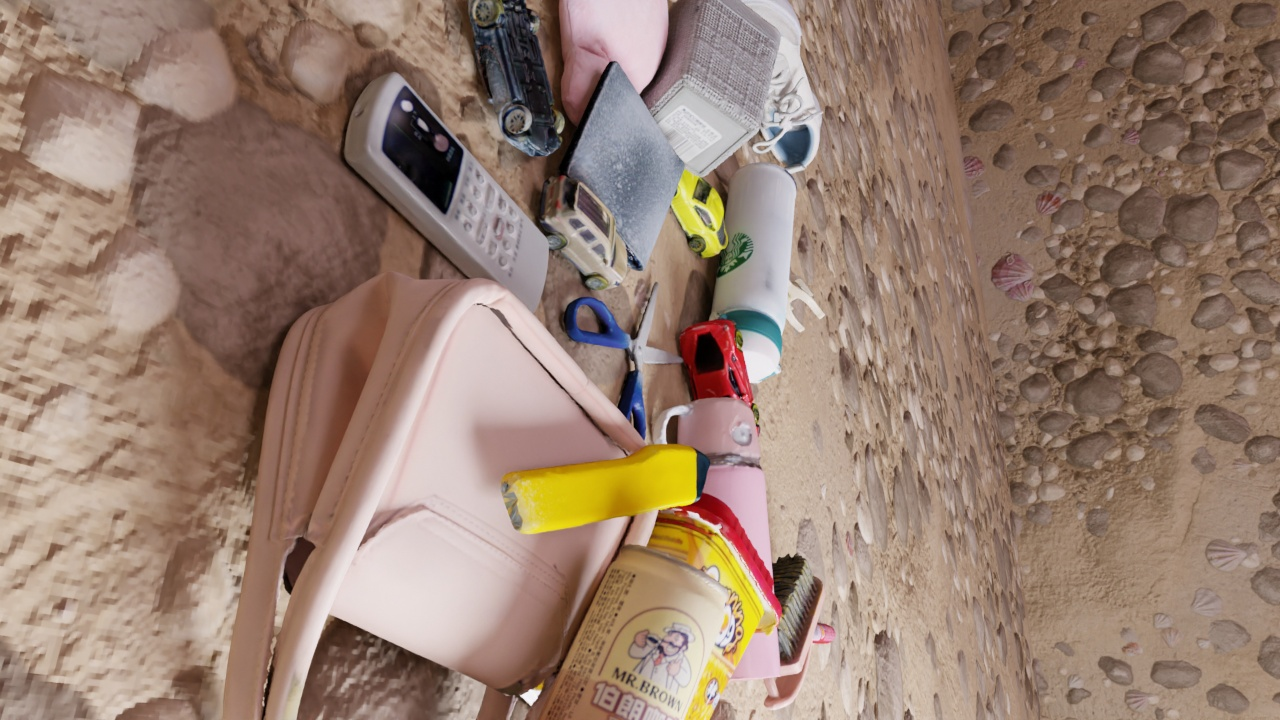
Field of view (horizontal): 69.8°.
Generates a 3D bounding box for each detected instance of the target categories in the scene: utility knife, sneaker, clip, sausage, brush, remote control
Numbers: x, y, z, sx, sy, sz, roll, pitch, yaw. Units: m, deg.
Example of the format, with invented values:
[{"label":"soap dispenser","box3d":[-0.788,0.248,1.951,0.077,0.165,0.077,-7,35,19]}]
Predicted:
[{"label":"utility knife","box3d":[-0.011,0.057,0.427,0.153,0.015,0.033,3,85,-55]},{"label":"sneaker","box3d":[0.135,-0.281,0.958,0.242,0.090,0.090,43,48,-58]},{"label":"clip","box3d":[0.153,-0.066,0.933,0.104,0.035,0.084,37,25,-53]},{"label":"sausage","box3d":[0.150,0.250,0.844,0.155,0.020,0.020,28,56,-56]},{"label":"brush","box3d":[0.114,0.214,0.742,0.073,0.063,0.145,68,26,-7]},{"label":"remote control","box3d":[-0.097,-0.084,0.494,0.150,0.021,0.058,47,40,-47]}]

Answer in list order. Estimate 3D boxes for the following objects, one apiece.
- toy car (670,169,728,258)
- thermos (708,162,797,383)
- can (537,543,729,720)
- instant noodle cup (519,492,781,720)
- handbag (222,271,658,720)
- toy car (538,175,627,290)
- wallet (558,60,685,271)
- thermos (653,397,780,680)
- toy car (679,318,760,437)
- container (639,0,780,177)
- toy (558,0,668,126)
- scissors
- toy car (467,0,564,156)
[{"label":"toy car","box3d":[0.047,-0.136,0.781,0.105,0.032,0.048,56,35,-34]},{"label":"thermos","box3d":[0.099,-0.081,0.825,0.073,0.073,0.223,52,38,-41]},{"label":"can","box3d":[-0.007,0.145,0.405,0.058,0.059,0.116,49,59,-44]},{"label":"instant noodle cup","box3d":[0.000,0.148,0.507,0.116,0.116,0.123,59,45,-34]},{"label":"handbag","box3d":[-0.087,0.100,0.394,0.193,0.094,0.233,48,48,-46]},{"label":"toy car","box3d":[-0.034,-0.082,0.602,0.090,0.035,0.042,46,43,-50]},{"label":"wallet","box3d":[-0.010,-0.135,0.648,0.121,0.019,0.097,48,57,-51]},{"label":"thermos","box3d":[0.053,0.127,0.663,0.087,0.067,0.198,6,73,-33]},{"label":"toy car","box3d":[0.063,0.021,0.732,0.031,0.049,0.106,-23,101,-62]},{"label":"container","box3d":[0.050,-0.222,0.737,0.090,0.090,0.114,27,54,-23]},{"label":"toy","box3d":[-0.021,-0.231,0.662,0.121,0.054,0.159,29,67,-56]},{"label":"scissors","box3d":[-0.007,-0.002,0.647,0.175,0.012,0.162,39,46,-53]},{"label":"toy car","box3d":[-0.077,-0.174,0.556,0.048,0.031,0.105,-22,99,-62]}]
